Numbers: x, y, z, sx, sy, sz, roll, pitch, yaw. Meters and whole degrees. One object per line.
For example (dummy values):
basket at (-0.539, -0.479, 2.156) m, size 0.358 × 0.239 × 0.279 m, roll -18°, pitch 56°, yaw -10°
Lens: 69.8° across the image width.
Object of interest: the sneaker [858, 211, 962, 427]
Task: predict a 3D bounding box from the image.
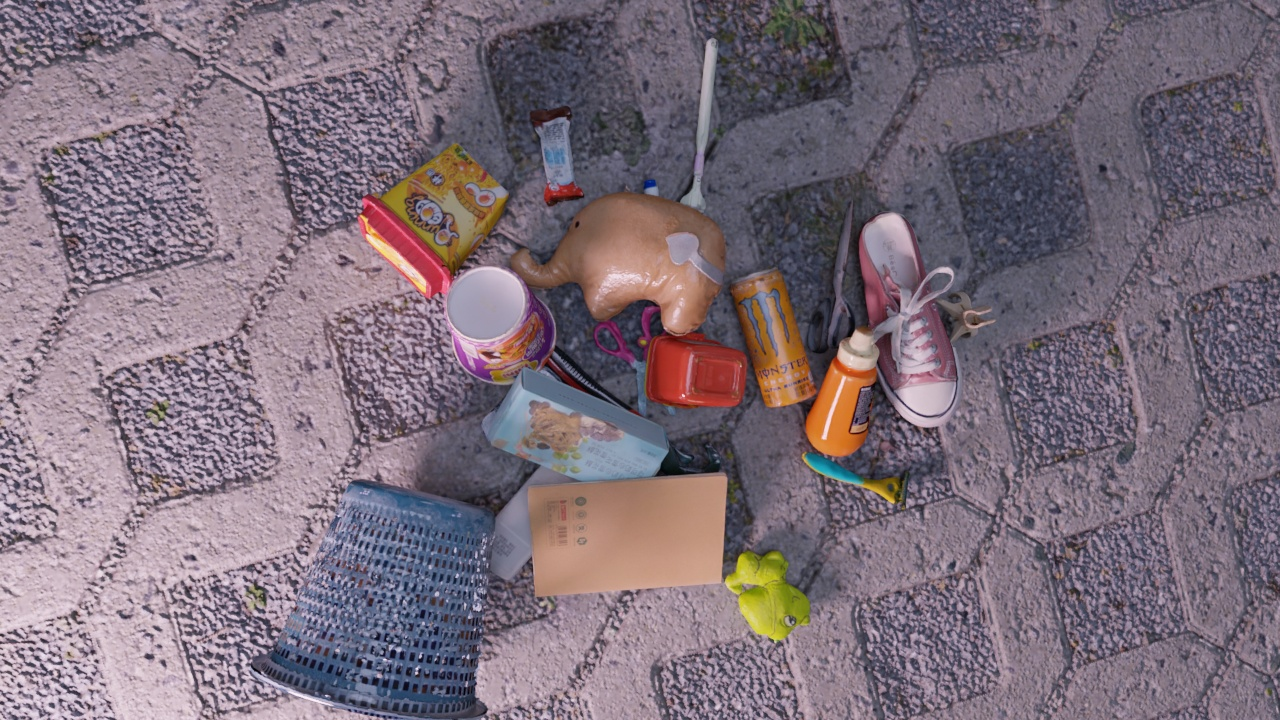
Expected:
sneaker at (0.282, -0.043, 0.978) m, size 0.118 × 0.087 × 0.241 m, roll -13°, pitch 89°, yaw 19°

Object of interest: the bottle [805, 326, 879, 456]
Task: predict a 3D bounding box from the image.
bottle at (0.219, 0.030, 0.969) m, size 0.066 × 0.066 × 0.150 m, roll 4°, pitch 124°, yaw -6°

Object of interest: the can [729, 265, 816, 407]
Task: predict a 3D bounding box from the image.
can at (0.143, -0.025, 0.991) m, size 0.058 × 0.058 × 0.146 m, roll -18°, pitch 94°, yaw -5°

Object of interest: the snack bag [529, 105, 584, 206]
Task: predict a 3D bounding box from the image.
snack bag at (-0.089, -0.218, 0.978) m, size 0.045 × 0.026 × 0.105 m, roll -9°, pitch 92°, yaw 4°

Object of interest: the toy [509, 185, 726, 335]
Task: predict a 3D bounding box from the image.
toy at (-0.021, -0.110, 0.959) m, size 0.226 × 0.082 × 0.143 m, roll 11°, pitch 84°, yaw 17°

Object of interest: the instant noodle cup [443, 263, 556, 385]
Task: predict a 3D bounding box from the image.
instant noodle cup at (-0.146, -0.042, 0.928) m, size 0.111 × 0.099 × 0.111 m, roll -1°, pitch 71°, yaw 2°

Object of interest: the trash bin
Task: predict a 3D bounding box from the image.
trash bin at (-0.236, 0.226, 0.900) m, size 0.226 × 0.227 × 0.195 m, roll 15°, pitch 78°, yaw -6°

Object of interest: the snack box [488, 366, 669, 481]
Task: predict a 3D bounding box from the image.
snack box at (-0.062, 0.078, 0.947) m, size 0.174 × 0.051 × 0.074 m, roll 25°, pitch 112°, yaw -19°

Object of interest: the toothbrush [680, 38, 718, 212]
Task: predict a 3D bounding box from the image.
toothbrush at (0.067, -0.256, 0.997) m, size 0.029 × 0.020 × 0.189 m, roll 7°, pitch 90°, yaw -12°

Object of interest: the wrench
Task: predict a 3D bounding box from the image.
wrench at (-0.031, 0.049, 0.994) m, size 0.273 × 0.016 × 0.056 m, roll 35°, pitch 102°, yaw -4°

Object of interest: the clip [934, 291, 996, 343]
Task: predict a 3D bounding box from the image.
clip at (0.347, -0.056, 0.999) m, size 0.035 × 0.102 × 0.095 m, roll -16°, pitch 68°, yaw -4°

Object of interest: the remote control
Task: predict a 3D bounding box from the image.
remote control at (-0.116, 0.165, 0.991) m, size 0.058 × 0.021 × 0.150 m, roll 42°, pitch 88°, yaw -5°

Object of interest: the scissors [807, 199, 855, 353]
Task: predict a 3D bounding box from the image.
scissors at (0.212, -0.091, 1.013) m, size 0.014 × 0.133 × 0.175 m, roll 15°, pitch 46°, yaw -29°

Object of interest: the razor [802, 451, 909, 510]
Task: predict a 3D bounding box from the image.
razor at (0.238, 0.128, 1.021) m, size 0.132 × 0.028 × 0.043 m, roll 19°, pitch 67°, yaw -9°

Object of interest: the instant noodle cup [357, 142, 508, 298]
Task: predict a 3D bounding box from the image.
instant noodle cup at (-0.205, -0.144, 0.933) m, size 0.116 × 0.116 × 0.123 m, roll 44°, pitch 75°, yaw -5°

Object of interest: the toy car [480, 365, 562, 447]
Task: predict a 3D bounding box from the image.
toy car at (-0.127, 0.052, 0.977) m, size 0.049 × 0.031 × 0.106 m, roll 41°, pitch 98°, yaw -3°

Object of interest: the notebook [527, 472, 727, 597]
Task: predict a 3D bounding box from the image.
notebook at (-0.013, 0.188, 0.979) m, size 0.207 × 0.008 × 0.148 m, roll -3°, pitch 118°, yaw -5°

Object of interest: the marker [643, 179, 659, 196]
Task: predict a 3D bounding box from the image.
marker at (0.022, -0.123, 0.997) m, size 0.017 × 0.017 × 0.146 m, roll -10°, pitch 93°, yaw -5°

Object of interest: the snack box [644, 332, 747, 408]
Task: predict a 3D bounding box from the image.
snack box at (0.060, 0.012, 0.962) m, size 0.091 × 0.080 × 0.082 m, roll 5°, pitch 92°, yaw -28°

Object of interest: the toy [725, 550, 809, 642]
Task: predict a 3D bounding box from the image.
toy at (0.141, 0.260, 1.015) m, size 0.096 × 0.031 × 0.100 m, roll 2°, pitch 87°, yaw -6°

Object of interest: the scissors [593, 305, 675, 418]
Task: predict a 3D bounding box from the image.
scissors at (-0.007, 0.007, 0.999) m, size 0.108 × 0.017 × 0.135 m, roll 3°, pitch 98°, yaw 3°
